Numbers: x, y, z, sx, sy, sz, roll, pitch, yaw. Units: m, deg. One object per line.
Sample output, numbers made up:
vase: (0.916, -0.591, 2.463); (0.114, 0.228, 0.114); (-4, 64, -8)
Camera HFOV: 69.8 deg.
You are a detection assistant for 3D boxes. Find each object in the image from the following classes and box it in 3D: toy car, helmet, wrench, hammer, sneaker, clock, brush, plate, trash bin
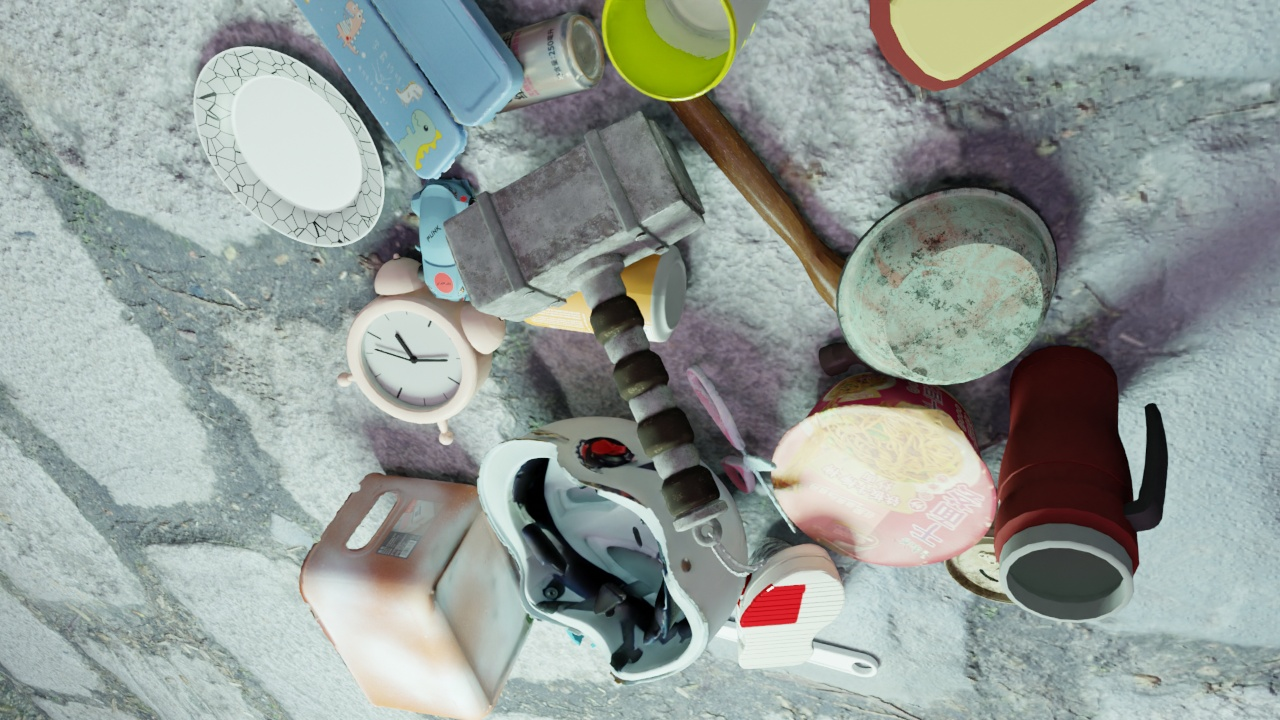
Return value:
toy car: (-0.170, -0.102, 0.789); (0.060, 0.027, 0.108); (6, 107, 20)
helmet: (-0.015, 0.151, 0.864); (0.264, 0.163, 0.237); (34, 134, 21)
wrench: (0.129, 0.313, 1.036); (0.273, 0.018, 0.066); (11, 132, 15)
hammer: (-0.004, 0.003, 0.652); (0.177, 0.079, 0.326); (-26, 78, 14)
sneaker: (0.132, 0.212, 0.883); (0.090, 0.104, 0.237); (-4, 145, -1)
clock: (-0.207, -0.014, 0.883); (0.131, 0.086, 0.161); (30, 124, -1)
hammer: (0.102, -0.114, 0.681); (0.116, 0.033, 0.323); (-29, 111, 41)
brush: (0.215, -0.225, 0.527); (0.174, 0.041, 0.082); (-28, 112, 39)
clock: (0.327, 0.156, 0.789); (0.093, 0.054, 0.141); (35, 141, -6)
plate: (-0.307, -0.187, 0.814); (0.189, 0.016, 0.189); (13, 132, 14)
trash bin: (-0.242, 0.276, 1.064); (0.157, 0.181, 0.260); (2, 127, 21)

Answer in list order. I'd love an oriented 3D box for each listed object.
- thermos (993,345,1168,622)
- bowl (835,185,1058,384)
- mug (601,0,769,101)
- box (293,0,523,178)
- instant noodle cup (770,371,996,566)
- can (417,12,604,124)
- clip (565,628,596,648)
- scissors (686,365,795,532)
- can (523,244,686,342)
thermos: (0.303, 0.075, 0.631); (0.108, 0.198, 0.084); (-24, 115, 37)
bowl: (0.220, -0.041, 0.643); (0.157, 0.038, 0.158); (-1, 122, -2)
mug: (0.032, -0.221, 0.569); (0.082, 0.105, 0.083); (13, 132, 14)
box: (-0.181, -0.243, 0.658); (0.126, 0.020, 0.209); (-35, 90, 32)
instant noodle cup: (0.205, 0.084, 0.768); (0.179, 0.077, 0.179); (13, 130, 15)
can: (-0.096, -0.211, 0.672); (0.136, 0.054, 0.054); (-5, 125, 28)
clip: (-0.062, 0.306, 1.112); (0.104, 0.027, 0.121); (10, 131, 20)
scissors: (0.083, 0.073, 0.801); (0.173, 0.013, 0.170); (63, 172, 0)
can: (-0.038, -0.062, 0.753); (0.143, 0.078, 0.079); (8, 130, 18)
